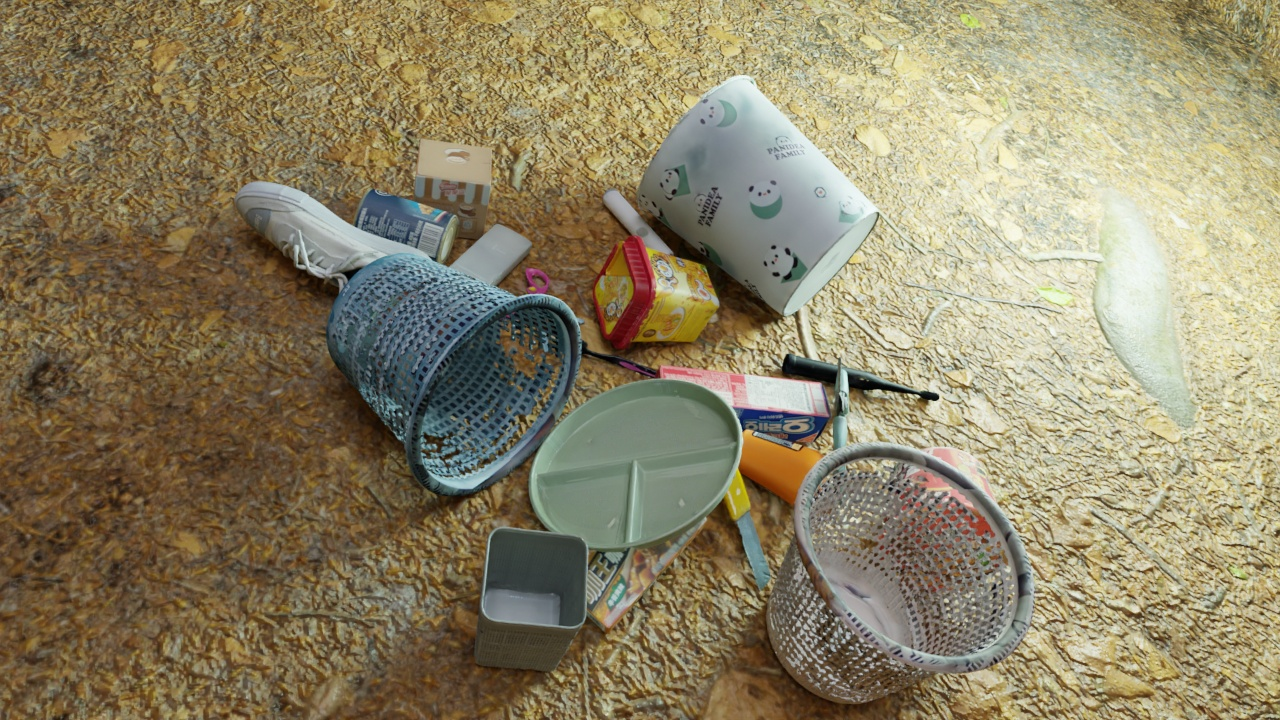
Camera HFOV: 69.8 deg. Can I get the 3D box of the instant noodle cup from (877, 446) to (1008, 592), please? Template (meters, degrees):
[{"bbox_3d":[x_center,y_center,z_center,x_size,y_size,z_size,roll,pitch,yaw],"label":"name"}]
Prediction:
[{"bbox_3d":[0.328,0.168,1.007,0.138,0.138,0.108,18,39,-2],"label":"instant noodle cup"}]

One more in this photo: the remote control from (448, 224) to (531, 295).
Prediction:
[{"bbox_3d":[-0.197,-0.118,1.157,0.058,0.021,0.149,29,48,8],"label":"remote control"}]

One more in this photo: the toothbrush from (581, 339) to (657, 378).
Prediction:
[{"bbox_3d":[-0.007,0.006,1.116,0.189,0.014,0.017,20,35,-1],"label":"toothbrush"}]

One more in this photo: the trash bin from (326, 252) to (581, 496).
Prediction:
[{"bbox_3d":[-0.206,-0.006,0.946,0.195,0.227,0.225,32,47,28],"label":"trash bin"}]

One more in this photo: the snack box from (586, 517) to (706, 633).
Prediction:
[{"bbox_3d":[-0.009,0.192,0.923,0.075,0.026,0.153,39,64,15],"label":"snack box"}]

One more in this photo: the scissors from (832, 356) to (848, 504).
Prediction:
[{"bbox_3d":[0.236,0.079,1.080,0.019,0.175,0.169,0,3,15],"label":"scissors"}]

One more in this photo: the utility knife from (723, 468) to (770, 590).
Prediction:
[{"bbox_3d":[0.096,0.137,1.000,0.033,0.015,0.230,-12,72,-18],"label":"utility knife"}]

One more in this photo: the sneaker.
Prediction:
[{"bbox_3d":[-0.367,-0.120,1.067,0.242,0.090,0.090,25,51,-5],"label":"sneaker"}]

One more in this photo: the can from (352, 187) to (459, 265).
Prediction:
[{"bbox_3d":[-0.287,-0.159,1.127,0.111,0.075,0.075,18,47,-3],"label":"can"}]

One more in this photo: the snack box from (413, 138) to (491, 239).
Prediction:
[{"bbox_3d":[-0.243,-0.220,1.180,0.092,0.095,0.077,5,49,-13],"label":"snack box"}]

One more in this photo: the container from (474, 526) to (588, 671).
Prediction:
[{"bbox_3d":[-0.103,0.221,0.828,0.090,0.115,0.090,9,48,-10],"label":"container"}]

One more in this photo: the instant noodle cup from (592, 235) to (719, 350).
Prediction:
[{"bbox_3d":[0.021,-0.078,1.139,0.123,0.116,0.116,7,47,-28],"label":"instant noodle cup"}]

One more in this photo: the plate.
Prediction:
[{"bbox_3d":[-0.005,0.106,0.951,0.230,0.027,0.229,-13,39,10],"label":"plate"}]

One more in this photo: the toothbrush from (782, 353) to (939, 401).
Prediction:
[{"bbox_3d":[0.287,0.025,1.186,0.212,0.027,0.026,12,92,-9],"label":"toothbrush"}]

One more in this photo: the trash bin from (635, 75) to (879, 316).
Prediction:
[{"bbox_3d":[0.162,-0.208,1.227,0.252,0.230,0.228,45,51,13],"label":"trash bin"}]

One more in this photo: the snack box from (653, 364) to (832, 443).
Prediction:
[{"bbox_3d":[0.117,0.053,1.085,0.207,0.057,0.058,6,47,-12],"label":"snack box"}]

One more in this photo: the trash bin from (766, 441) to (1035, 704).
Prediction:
[{"bbox_3d":[0.221,0.223,0.876,0.227,0.193,0.227,9,48,-11],"label":"trash bin"}]

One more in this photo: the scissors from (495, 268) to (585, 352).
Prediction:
[{"bbox_3d":[-0.135,-0.063,1.135,0.136,0.017,0.133,-2,54,-23],"label":"scissors"}]

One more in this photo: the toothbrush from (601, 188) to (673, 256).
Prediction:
[{"bbox_3d":[0.018,-0.157,1.257,0.221,0.027,0.026,51,21,25],"label":"toothbrush"}]

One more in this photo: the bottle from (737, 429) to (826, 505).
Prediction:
[{"bbox_3d":[0.138,0.111,1.042,0.149,0.067,0.066,24,47,13],"label":"bottle"}]
